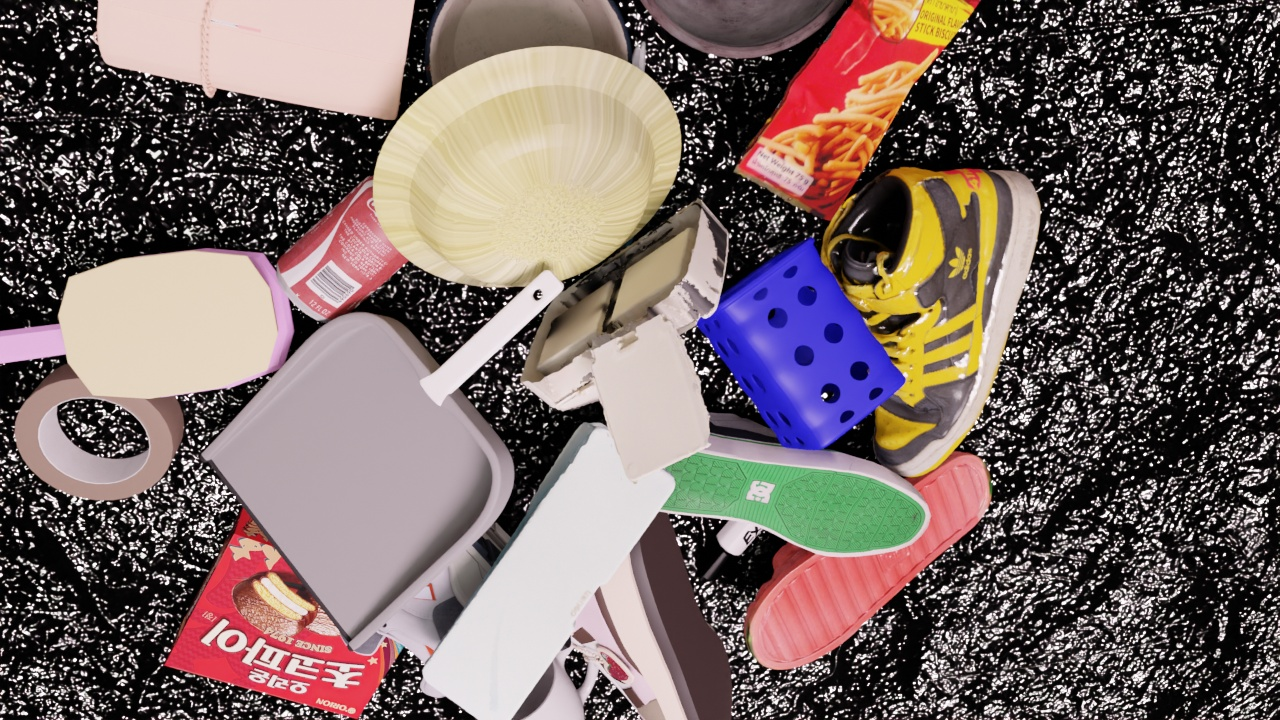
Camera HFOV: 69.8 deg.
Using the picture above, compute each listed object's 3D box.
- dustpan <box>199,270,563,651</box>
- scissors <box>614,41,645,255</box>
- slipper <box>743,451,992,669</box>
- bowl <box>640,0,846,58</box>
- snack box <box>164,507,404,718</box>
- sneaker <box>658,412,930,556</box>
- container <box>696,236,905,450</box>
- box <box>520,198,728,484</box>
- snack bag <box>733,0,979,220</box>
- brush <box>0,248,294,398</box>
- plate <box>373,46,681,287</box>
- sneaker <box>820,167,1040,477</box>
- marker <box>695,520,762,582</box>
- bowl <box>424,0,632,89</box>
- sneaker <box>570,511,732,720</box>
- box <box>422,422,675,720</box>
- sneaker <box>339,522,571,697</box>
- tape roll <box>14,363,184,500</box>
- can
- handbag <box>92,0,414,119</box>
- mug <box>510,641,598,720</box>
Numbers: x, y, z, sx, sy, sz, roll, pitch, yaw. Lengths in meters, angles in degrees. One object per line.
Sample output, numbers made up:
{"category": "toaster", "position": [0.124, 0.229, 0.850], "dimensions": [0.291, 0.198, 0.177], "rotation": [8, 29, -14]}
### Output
{"category": "dustpan", "position": [-0.142, 0.038, 0.566], "dimensions": [0.258, 0.033, 0.163], "rotation": [-42, 82, 6]}
{"category": "scissors", "position": [-0.007, -0.127, 0.599], "dimensions": [0.130, 0.019, 0.135], "rotation": [-35, 121, 11]}
{"category": "slipper", "position": [0.179, 0.153, 0.760], "dimensions": [0.248, 0.059, 0.103], "rotation": [-35, 118, -10]}
{"category": "bowl", "position": [0.053, -0.252, 0.520], "dimensions": [0.145, 0.067, 0.145], "rotation": [-5, 117, -9]}
{"category": "snack box", "position": [-0.260, 0.197, 0.707], "dimensions": [0.152, 0.035, 0.133], "rotation": [26, 109, -22]}
{"category": "sneaker", "position": [0.103, 0.083, 0.689], "dimensions": [0.235, 0.079, 0.084], "rotation": [14, 120, -10]}
{"category": "container", "position": [0.104, -0.008, 0.616], "dimensions": [0.084, 0.085, 0.113], "rotation": [-36, 93, -11]}
{"category": "box", "position": [-0.003, 0.004, 0.559], "dimensions": [0.144, 0.181, 0.081], "rotation": [-31, 118, 33]}
{"category": "snack bag", "position": [0.143, -0.191, 0.559], "dimensions": [0.138, 0.066, 0.208], "rotation": [0, 128, -57]}
{"category": "brush", "position": [-0.334, -0.015, 0.557], "dimensions": [0.228, 0.043, 0.089], "rotation": [-9, 96, -12]}
{"category": "plate", "position": [-0.058, -0.092, 0.534], "dimensions": [0.184, 0.036, 0.185], "rotation": [-15, 147, -10]}
{"category": "sneaker", "position": [0.184, -0.024, 0.651], "dimensions": [0.122, 0.086, 0.239], "rotation": [5, 112, -20]}
{"category": "marker", "position": [0.087, 0.133, 0.749], "dimensions": [0.025, 0.025, 0.126], "rotation": [30, 108, -23]}
{"category": "bowl", "position": [-0.067, -0.178, 0.539], "dimensions": [0.115, 0.059, 0.116], "rotation": [-5, 117, -9]}
{"category": "sneaker", "position": [-0.010, 0.238, 0.751], "dimensions": [0.117, 0.111, 0.294], "rotation": [-11, 122, 19]}
{"category": "box", "position": [-0.059, 0.136, 0.595], "dimensions": [0.086, 0.072, 0.199], "rotation": [35, 87, -33]}
{"category": "sneaker", "position": [-0.165, 0.145, 0.643], "dimensions": [0.124, 0.089, 0.240], "rotation": [-39, 99, 4]}
{"category": "tape roll", "position": [-0.359, 0.046, 0.613], "dimensions": [0.093, 0.030, 0.094], "rotation": [-5, 117, -9]}
{"category": "can", "position": [-0.177, -0.072, 0.575], "dimensions": [0.097, 0.054, 0.054], "rotation": [-39, 117, 10]}
{"category": "handbag", "position": [-0.197, -0.180, 0.439], "dimensions": [0.198, 0.187, 0.117], "rotation": [7, 108, -20]}
{"category": "mug", "position": [-0.072, 0.282, 0.778], "dimensions": [0.107, 0.071, 0.089], "rotation": [-43, 130, -20]}
